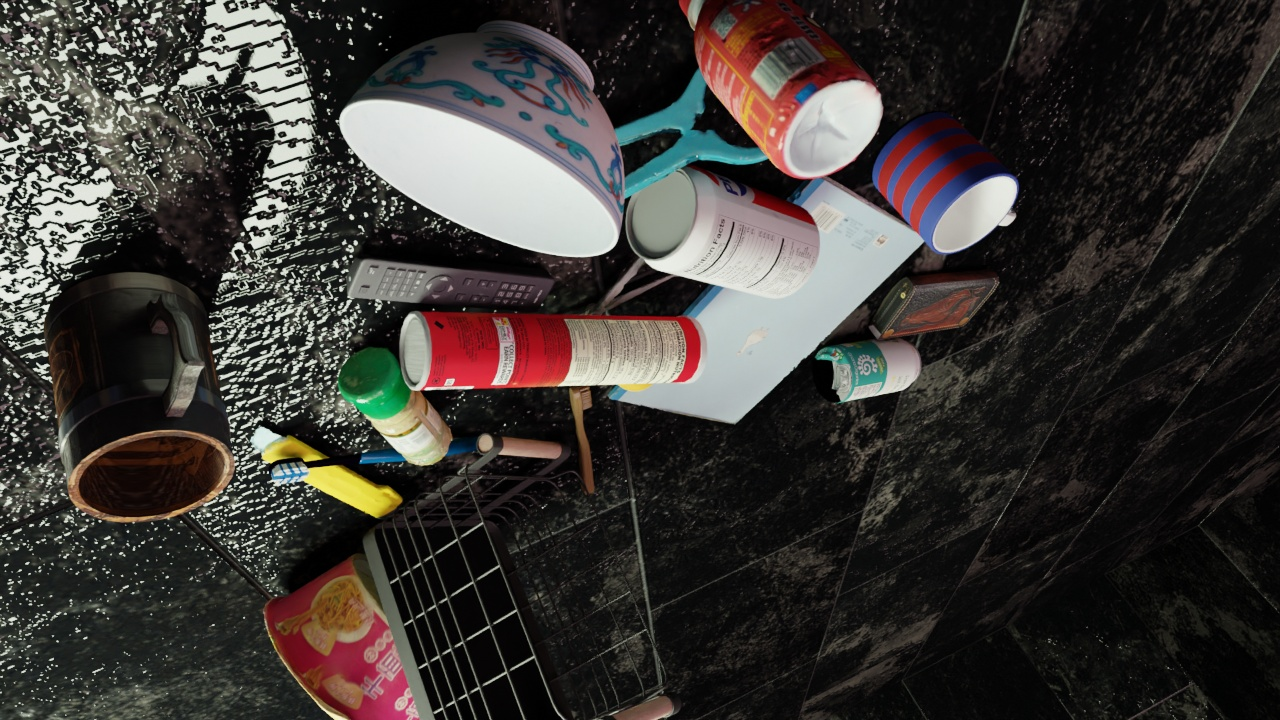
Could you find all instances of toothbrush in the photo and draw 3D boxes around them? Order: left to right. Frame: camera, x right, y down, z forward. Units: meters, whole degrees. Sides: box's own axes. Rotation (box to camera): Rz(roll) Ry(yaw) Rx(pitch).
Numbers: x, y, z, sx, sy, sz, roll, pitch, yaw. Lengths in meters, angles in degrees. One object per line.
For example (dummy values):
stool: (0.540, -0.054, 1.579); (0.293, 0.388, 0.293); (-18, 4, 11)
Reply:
toothbrush: (-0.190, 0.071, 0.680); (0.167, 0.014, 0.014); (-4, 128, -42)
toothbrush: (-0.049, 0.072, 0.802); (0.016, 0.016, 0.167); (-20, 145, -15)

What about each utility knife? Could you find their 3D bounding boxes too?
utility knife: (-0.228, 0.085, 0.681); (0.030, 0.017, 0.165); (-37, 147, 2)

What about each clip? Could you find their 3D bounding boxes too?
clip: (0.026, -0.155, 0.542); (0.130, 0.031, 0.121); (-2, 100, 3)

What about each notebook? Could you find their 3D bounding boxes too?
notebook: (0.110, -0.038, 0.782); (0.180, 0.009, 0.254); (14, 127, -47)

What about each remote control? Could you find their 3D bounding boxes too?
remote control: (-0.118, -0.050, 0.584); (0.136, 0.015, 0.032); (3, 135, -40)

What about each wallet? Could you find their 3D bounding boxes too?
wallet: (0.283, -0.056, 0.883); (0.122, 0.019, 0.072); (-8, 144, -30)

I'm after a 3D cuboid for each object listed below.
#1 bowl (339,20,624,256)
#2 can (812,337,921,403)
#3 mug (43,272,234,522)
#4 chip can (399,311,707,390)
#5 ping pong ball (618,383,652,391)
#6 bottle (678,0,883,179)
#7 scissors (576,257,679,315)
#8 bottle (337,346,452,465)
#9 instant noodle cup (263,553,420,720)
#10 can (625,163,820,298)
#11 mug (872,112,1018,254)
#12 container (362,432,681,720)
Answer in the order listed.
bowl: (-0.066, -0.118, 0.459); (0.144, 0.144, 0.074); (40, 67, -55)
can: (0.218, 0.008, 0.886); (0.101, 0.055, 0.055); (-8, 141, -29)
mug: (-0.253, 0.007, 0.472); (0.079, 0.107, 0.116); (5, 134, -42)
chip can: (-0.054, -0.007, 0.633); (0.214, 0.051, 0.052); (-1, 137, -34)
ping pong ball: (-0.004, 0.004, 0.722); (0.040, 0.040, 0.040); (-20, 146, -15)
bottle: (0.062, -0.156, 0.469); (0.062, 0.137, 0.062); (-19, 146, -14)
scissors: (-0.050, -0.031, 0.664); (0.161, 0.014, 0.142); (-6, 143, -31)
bottle: (-0.167, 0.034, 0.637); (0.043, 0.043, 0.111); (-27, 148, -5)
instant noodle cup: (-0.218, 0.235, 0.766); (0.077, 0.178, 0.179); (-45, 148, -8)
can: (0.059, -0.086, 0.623); (0.132, 0.070, 0.070); (9, 131, -44)
mug: (0.240, -0.131, 0.696); (0.111, 0.076, 0.075); (3, 135, -40)
container: (-0.091, 0.195, 0.729); (0.130, 0.241, 0.162); (-34, 157, 21)
